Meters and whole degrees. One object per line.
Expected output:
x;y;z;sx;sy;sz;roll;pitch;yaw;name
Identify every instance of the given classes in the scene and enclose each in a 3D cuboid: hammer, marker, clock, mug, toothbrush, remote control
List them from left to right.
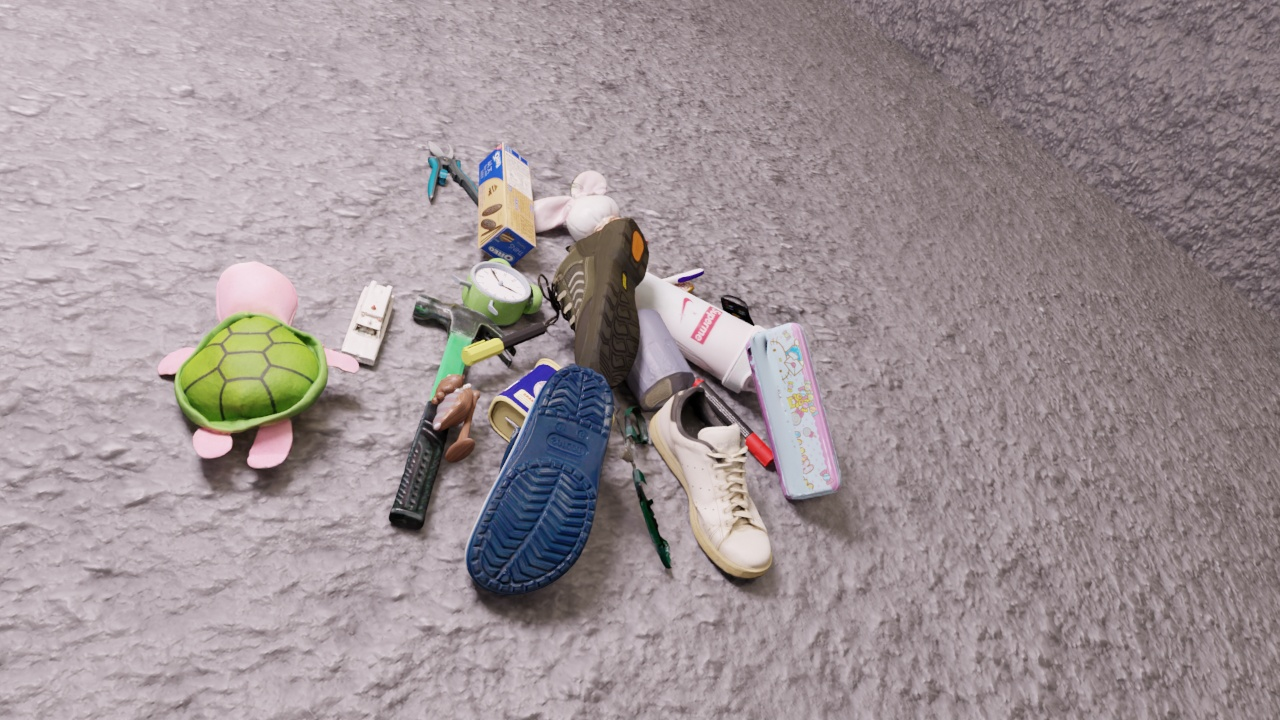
-0.218;0.050;1.003;0.130;0.032;0.317;20;40;-13;hammer
-0.179;-0.088;1.164;0.094;0.043;0.119;41;36;14;clock
-0.159;-0.022;1.076;0.021;0.018;0.123;45;40;17;marker
-0.007;0.007;1.156;0.123;0.084;0.104;-21;60;-17;mug
0.017;-0.109;1.314;0.186;0.016;0.015;-15;33;-32;toothbrush
0.120;0.079;1.195;0.145;0.021;0.023;47;11;19;marker
0.140;-0.063;1.285;0.041;0.020;0.152;25;-6;16;remote control

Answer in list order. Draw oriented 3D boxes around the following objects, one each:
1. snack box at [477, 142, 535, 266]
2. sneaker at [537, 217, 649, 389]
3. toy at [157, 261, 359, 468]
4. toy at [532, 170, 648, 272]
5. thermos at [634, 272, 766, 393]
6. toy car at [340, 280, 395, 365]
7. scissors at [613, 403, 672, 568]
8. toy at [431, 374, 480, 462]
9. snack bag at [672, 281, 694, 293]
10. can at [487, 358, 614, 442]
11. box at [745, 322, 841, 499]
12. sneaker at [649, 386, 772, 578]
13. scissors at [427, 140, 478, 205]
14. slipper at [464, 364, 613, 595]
-0.189;-0.220;1.285;0.056;0.057;0.206;34;31;-36;snack box
-0.078;-0.069;1.123;0.101;0.143;0.237;53;37;-46;sneaker
-0.380;0.002;0.906;0.190;0.088;0.237;-1;50;-10;toy
-0.058;-0.190;1.329;0.194;0.084;0.158;42;59;9;toy
0.083;-0.034;1.243;0.220;0.100;0.099;29;38;6;thermos
-0.307;-0.045;1.041;0.039;0.039;0.112;18;40;-16;toy car
0.003;0.123;1.035;0.201;0.015;0.201;-41;112;-80;scissors
-0.194;0.054;0.959;0.055;0.042;0.101;40;26;-23;toy
0.049;-0.097;1.341;0.026;0.020;0.099;41;40;11;snack bag
-0.103;0.064;1.040;0.116;0.057;0.092;38;40;10;can
0.202;0.061;1.138;0.089;0.093;0.214;-7;80;-39;box
0.095;0.129;1.057;0.088;0.103;0.241;-4;50;-36;sneaker
-0.271;-0.263;1.319;0.124;0.019;0.155;27;40;-6;scissors
-0.095;0.125;0.936;0.105;0.095;0.252;27;62;-11;slipper
